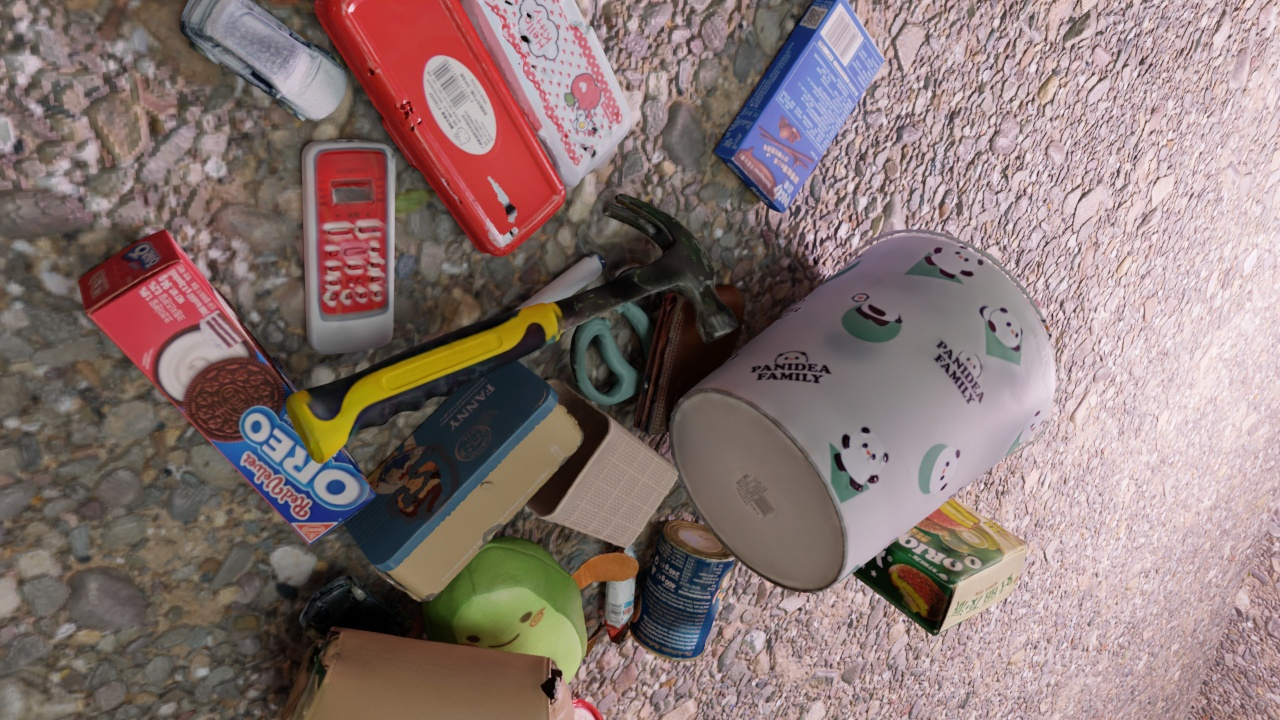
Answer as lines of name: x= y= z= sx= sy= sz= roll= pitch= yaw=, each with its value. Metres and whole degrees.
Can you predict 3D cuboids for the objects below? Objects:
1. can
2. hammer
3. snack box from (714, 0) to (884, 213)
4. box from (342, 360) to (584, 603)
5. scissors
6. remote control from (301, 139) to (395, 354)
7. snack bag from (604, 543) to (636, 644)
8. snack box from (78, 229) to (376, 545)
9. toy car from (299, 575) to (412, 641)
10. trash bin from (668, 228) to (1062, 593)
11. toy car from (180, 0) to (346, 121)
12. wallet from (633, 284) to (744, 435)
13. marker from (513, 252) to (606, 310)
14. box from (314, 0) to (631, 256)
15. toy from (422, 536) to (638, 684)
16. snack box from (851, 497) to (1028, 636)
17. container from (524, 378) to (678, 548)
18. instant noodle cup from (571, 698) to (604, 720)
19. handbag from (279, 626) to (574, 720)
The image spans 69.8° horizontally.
can: x=0.041 y=0.214 z=0.863 sx=0.075 sy=0.075 sz=0.111 roll=5 pitch=109 yaw=-40
hammer: x=-0.077 y=-0.022 z=0.614 sx=0.322 sy=0.032 sz=0.126 roll=-25 pitch=86 yaw=-33
snack box: x=0.132 y=-0.209 z=0.749 sx=0.084 sy=0.026 sz=0.157 roll=34 pitch=89 yaw=-44
box: x=-0.121 y=0.076 z=0.653 sx=0.184 sy=0.090 sz=0.059 roll=-49 pitch=133 yaw=-11
scissors: x=-0.008 y=0.012 z=0.752 sx=0.139 sy=0.019 sz=0.180 roll=-46 pitch=140 yaw=-25
remote control: x=-0.182 y=-0.069 z=0.574 sx=0.055 sy=0.020 sz=0.136 roll=-10 pitch=118 yaw=-36
snack bag: x=-0.018 y=0.208 z=0.844 sx=0.045 sy=0.026 sz=0.105 roll=-42 pitch=140 yaw=-61
snack box: x=-0.239 y=0.023 z=0.551 sx=0.057 sy=0.058 sz=0.208 roll=-37 pitch=131 yaw=-15
toy car: x=-0.210 y=0.191 z=0.678 sx=0.049 sy=0.031 sz=0.106 roll=-46 pitch=143 yaw=-13
trash bin: x=0.174 y=0.044 z=0.761 sx=0.251 sy=0.230 sz=0.230 roll=-31 pitch=129 yaw=-30
toy car: x=-0.201 y=-0.167 z=0.500 sx=0.090 sy=0.034 sz=0.043 roll=34 pitch=86 yaw=-45
wallet: x=0.042 y=-0.002 z=0.764 sx=0.101 sy=0.032 sz=0.125 roll=-13 pitch=120 yaw=-52
marker: x=-0.079 y=-0.039 z=0.674 sx=0.130 sy=0.022 sz=0.018 roll=-39 pitch=142 yaw=-20
box: x=-0.090 y=-0.181 z=0.577 sx=0.157 sy=0.038 sz=0.201 roll=-45 pitch=134 yaw=-15
toy: x=-0.103 y=0.217 z=0.734 sx=0.226 sy=0.090 sz=0.247 roll=-30 pitch=138 yaw=-14
snack box: x=0.224 y=0.147 z=0.863 sx=0.114 sy=0.240 sz=0.063 roll=-12 pitch=122 yaw=-35
container: x=-0.040 y=0.086 z=0.725 sx=0.090 sy=0.090 sz=0.111 roll=-55 pitch=137 yaw=-3
instant noodle cup: x=-0.086 y=0.390 z=0.833 sx=0.116 sy=0.116 sz=0.124 roll=19 pitch=111 yaw=-49
handbag: x=-0.147 y=0.257 z=0.636 sx=0.204 sy=0.099 sz=0.148 roll=9 pitch=131 yaw=-6
